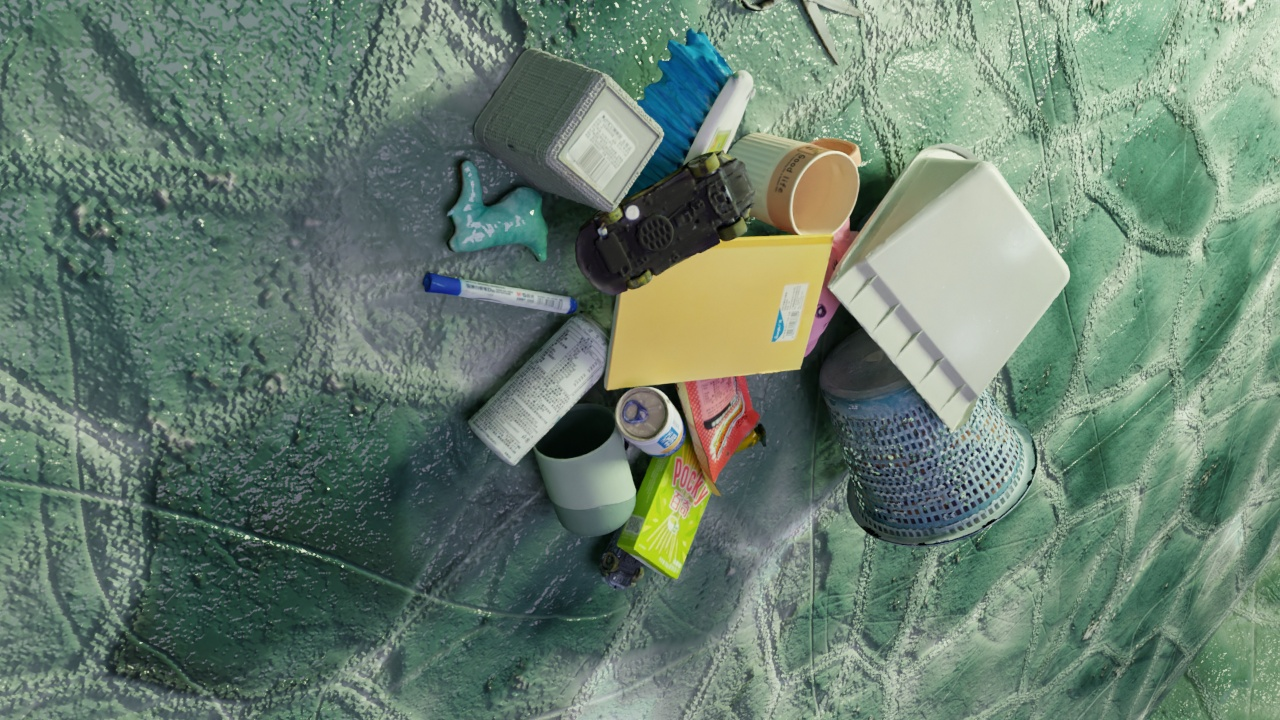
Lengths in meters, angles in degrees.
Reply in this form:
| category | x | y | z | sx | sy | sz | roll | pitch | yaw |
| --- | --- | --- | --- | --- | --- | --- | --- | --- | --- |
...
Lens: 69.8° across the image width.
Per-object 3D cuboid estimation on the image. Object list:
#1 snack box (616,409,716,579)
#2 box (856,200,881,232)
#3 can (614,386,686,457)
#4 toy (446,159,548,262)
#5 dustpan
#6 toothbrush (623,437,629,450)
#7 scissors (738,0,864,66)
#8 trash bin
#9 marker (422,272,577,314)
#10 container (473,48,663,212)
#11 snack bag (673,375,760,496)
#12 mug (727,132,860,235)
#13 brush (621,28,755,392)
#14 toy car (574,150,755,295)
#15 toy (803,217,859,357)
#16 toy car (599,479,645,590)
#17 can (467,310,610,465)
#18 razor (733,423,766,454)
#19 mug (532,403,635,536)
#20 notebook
| category | x | y | z | sx | sy | sz | roll | pitch | yaw |
| --- | --- | --- | --- | --- | --- | --- | --- | --- | --- |
| snack box | 0.036 | 0.139 | 0.956 | 0.086 | 0.026 | 0.156 | 45 | 61 | -42 |
| box | 0.312 | -0.115 | 1.047 | 0.089 | 0.060 | 0.184 | -42 | 128 | -13 |
| can | 0.011 | 0.060 | 0.870 | 0.053 | 0.053 | 0.134 | -52 | 167 | -4 |
| toy | -0.119 | -0.119 | 0.751 | 0.091 | 0.030 | 0.096 | -19 | 116 | -31 |
| dustpan | 0.324 | -0.102 | 0.972 | 0.257 | 0.142 | 0.222 | -45 | 108 | 0 |
| toothbrush | -0.005 | 0.005 | 0.906 | 0.016 | 0.014 | 0.189 | -29 | 132 | -52 |
| scissors | 0.150 | -0.342 | 0.846 | 0.159 | 0.014 | 0.178 | -29 | 128 | -22 |
| trash bin | 0.310 | 0.064 | 1.049 | 0.226 | 0.227 | 0.195 | -39 | 117 | -14 |
| marker | -0.117 | -0.057 | 0.791 | 0.145 | 0.017 | 0.017 | 7 | 107 | -38 |
| container | -0.053 | -0.177 | 0.712 | 0.090 | 0.114 | 0.090 | 34 | 90 | -42 |
| snack bag | 0.075 | 0.023 | 0.931 | 0.128 | 0.073 | 0.208 | -57 | 141 | -42 |
| mug | 0.149 | -0.175 | 0.866 | 0.114 | 0.106 | 0.082 | -38 | 129 | -16 |
| brush | 0.016 | -0.118 | 0.804 | 0.060 | 0.109 | 0.315 | -25 | 147 | -55 |
| toy car | 0.019 | -0.111 | 0.734 | 0.158 | 0.042 | 0.070 | -28 | 112 | -6 |
| toy | 0.167 | -0.077 | 0.941 | 0.194 | 0.075 | 0.178 | -61 | 150 | -1 |
| toy car | -0.004 | 0.185 | 0.975 | 0.054 | 0.037 | 0.120 | 32 | 83 | -45 |
| can | -0.085 | 0.025 | 0.827 | 0.146 | 0.058 | 0.058 | -46 | 131 | -9 |
| razor | 0.092 | 0.123 | 1.024 | 0.132 | 0.028 | 0.043 | -46 | 162 | -12 |
| mug | -0.045 | 0.100 | 0.886 | 0.111 | 0.082 | 0.106 | -54 | 140 | -45 |
| notebook | 0.071 | -0.044 | 0.827 | 0.206 | 0.010 | 0.146 | -6 | 123 | -22 |
